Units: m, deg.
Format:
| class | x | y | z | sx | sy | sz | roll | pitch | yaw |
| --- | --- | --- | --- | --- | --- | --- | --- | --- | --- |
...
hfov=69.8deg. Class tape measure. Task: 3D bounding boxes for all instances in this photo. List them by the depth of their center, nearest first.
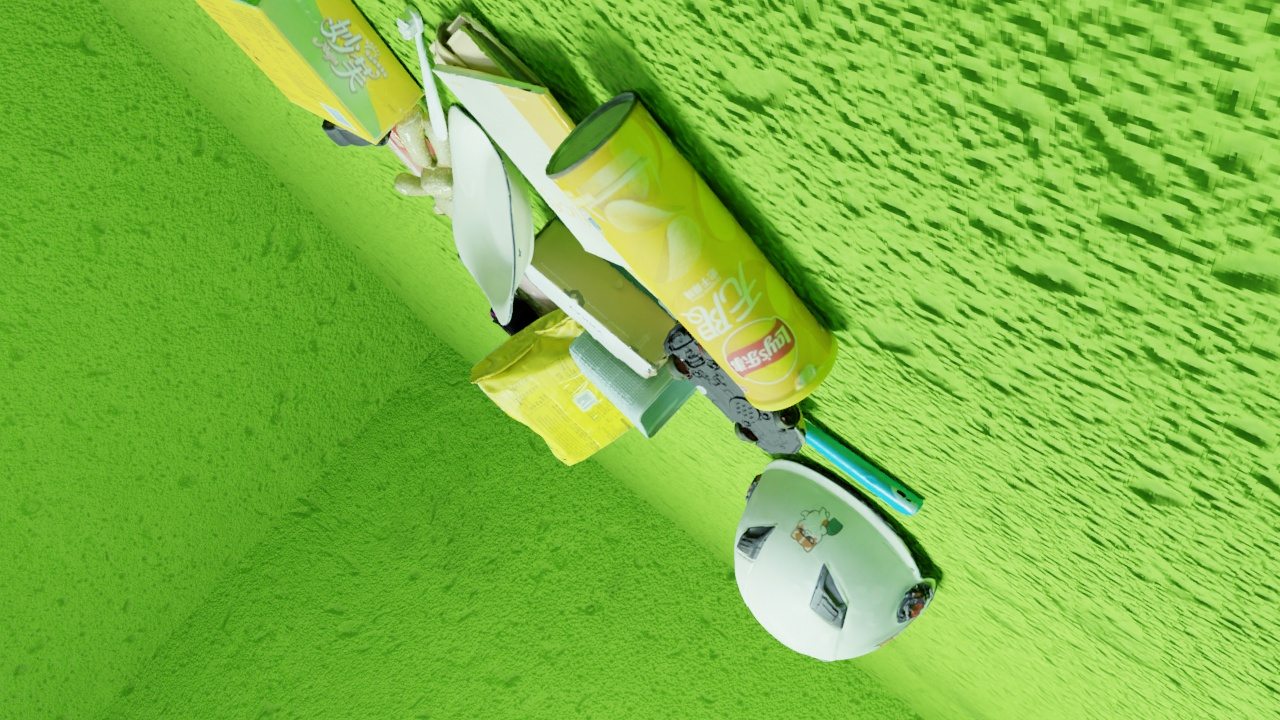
| class | x | y | z | sx | sy | sz | roll | pitch | yaw |
| --- | --- | --- | --- | --- | --- | --- | --- | --- | --- |
| tape measure | -0.283 | -0.252 | 0.935 | 0.066 | 0.066 | 0.033 | 8 | 161 | 19 |
| tape measure | -0.145 | -0.048 | 1.051 | 0.058 | 0.039 | 0.057 | 49 | 167 | -26 |

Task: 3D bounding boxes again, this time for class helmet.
| class | x | y | z | sx | sy | sz | roll | pitch | yaw |
| --- | --- | --- | --- | --- | --- | --- | --- | --- | --- |
| helmet | 0.192 | 0.238 | 1.014 | 0.230 | 0.156 | 0.274 | 35 | 168 | 29 |

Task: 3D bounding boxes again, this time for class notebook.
| class | x | y | z | sx | sy | sz | roll | pitch | yaw |
| --- | --- | --- | --- | --- | --- | --- | --- | --- | --- |
| notebook | -0.050 | -0.129 | 0.666 | 0.146 | 0.010 | 0.206 | 29 | 166 | 45 |

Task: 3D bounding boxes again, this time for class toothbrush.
| class | x | y | z | sx | sy | sz | roll | pitch | yaw |
| --- | --- | --- | --- | --- | --- | --- | --- | --- | --- |
| toothbrush | -0.176 | -0.226 | 0.750 | 0.016 | 0.016 | 0.180 | 41 | 165 | 8 |

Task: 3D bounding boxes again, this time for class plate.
| class | x | y | z | sx | sy | sz | roll | pitch | yaw |
| --- | --- | --- | --- | --- | --- | --- | --- | --- | --- |
| plate | -0.130 | -0.131 | 0.812 | 0.164 | 0.034 | 0.164 | 51 | 146 | 43 |

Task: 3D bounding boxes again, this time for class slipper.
| class | x | y | z | sx | sy | sz | roll | pitch | yaw |
| --- | --- | --- | --- | --- | --- | --- | --- | --- | --- |
| slipper | -0.115 | -0.078 | 1.083 | 0.114 | 0.054 | 0.274 | 32 | 167 | 42 |

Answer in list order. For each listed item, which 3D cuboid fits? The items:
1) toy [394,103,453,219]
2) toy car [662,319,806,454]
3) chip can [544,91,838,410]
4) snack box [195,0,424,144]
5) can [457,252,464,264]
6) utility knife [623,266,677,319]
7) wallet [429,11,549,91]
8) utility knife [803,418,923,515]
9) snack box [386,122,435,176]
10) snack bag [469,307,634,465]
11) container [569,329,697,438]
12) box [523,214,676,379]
| class | x | y | z | sx | sy | sz | roll | pitch | yaw |
| --- | --- | --- | --- | --- | --- | --- | --- | --- | --- |
| toy | -0.195 | -0.192 | 0.906 | 0.105 | 0.066 | 0.157 | -3 | 157 | 5 |
| toy car | 0.084 | 0.022 | 0.793 | 0.156 | 0.041 | 0.071 | 45 | 148 | -9 |
| chip can | 0.036 | -0.061 | 0.569 | 0.213 | 0.072 | 0.072 | 46 | 169 | -25 |
| snack box | -0.312 | -0.297 | 0.839 | 0.210 | 0.070 | 0.158 | 32 | 166 | 43 |
| can | -0.170 | -0.104 | 1.174 | 0.134 | 0.053 | 0.053 | 48 | 168 | -33 |
| utility knife | 0.030 | -0.050 | 0.807 | 0.216 | 0.022 | 0.031 | 38 | 173 | -11 |
| wallet | -0.112 | -0.202 | 0.649 | 0.087 | 0.024 | 0.115 | 46 | 170 | -20 |
| utility knife | 0.154 | 0.066 | 0.817 | 0.218 | 0.018 | 0.034 | 36 | 171 | 17 |
| snack box | -0.238 | -0.218 | 1.025 | 0.075 | 0.025 | 0.153 | 31 | 165 | 48 |
| snack bag | -0.079 | 0.034 | 1.091 | 0.068 | 0.158 | 0.246 | 59 | -175 | 35 |
| container | -0.006 | 0.006 | 0.954 | 0.111 | 0.090 | 0.090 | 40 | 170 | 20 |
| box | -0.028 | -0.054 | 0.866 | 0.184 | 0.062 | 0.090 | 39 | 170 | 0 |
